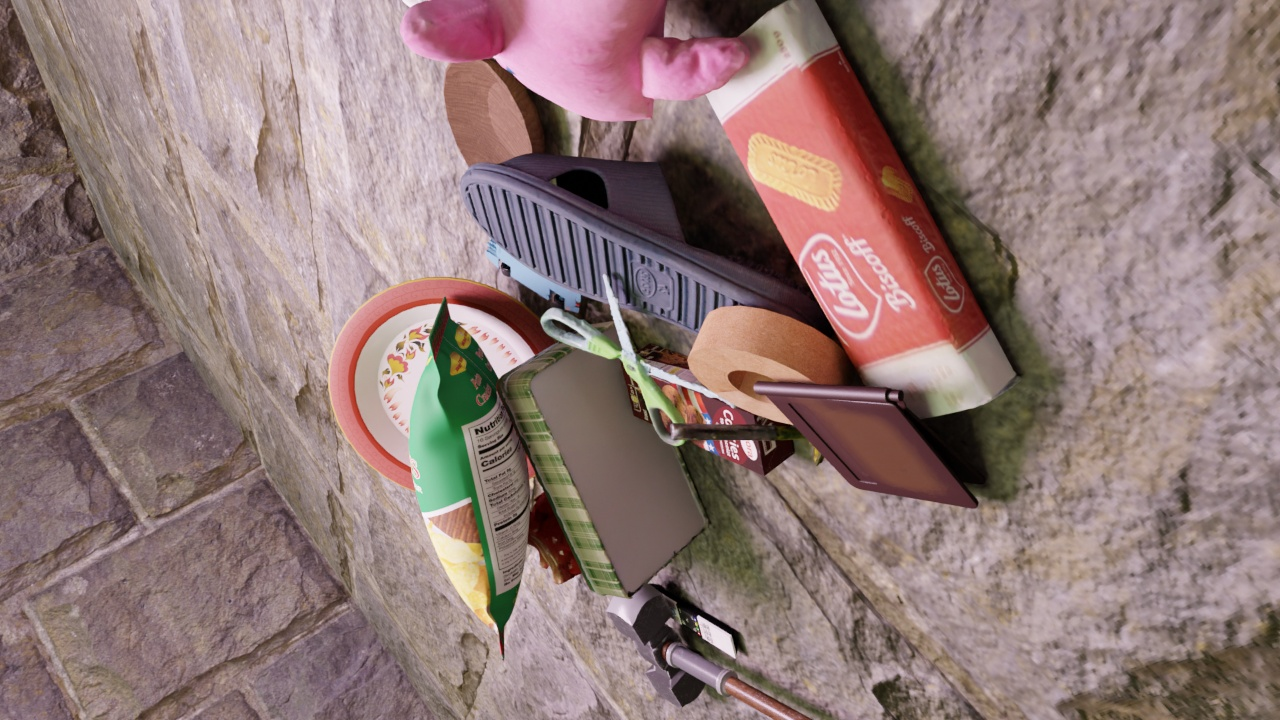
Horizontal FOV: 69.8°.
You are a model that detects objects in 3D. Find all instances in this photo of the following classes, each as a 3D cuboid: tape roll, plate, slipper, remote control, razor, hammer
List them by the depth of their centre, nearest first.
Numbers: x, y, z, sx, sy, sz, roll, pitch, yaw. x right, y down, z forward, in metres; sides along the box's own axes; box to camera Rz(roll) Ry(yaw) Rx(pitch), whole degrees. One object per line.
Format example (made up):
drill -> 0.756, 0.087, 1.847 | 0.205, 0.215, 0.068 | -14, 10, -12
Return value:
tape roll -> 0.076, 0.005, 0.539 | 0.094, 0.027, 0.094 | 22, 161, 8
slipper -> 0.007, -0.083, 0.584 | 0.264, 0.082, 0.101 | 25, 160, 16
razor -> 0.072, 0.046, 0.591 | 0.043, 0.106, 0.026 | 98, 171, -50
hammer -> 0.103, 0.298, 0.805 | 0.323, 0.043, 0.156 | 11, 136, 50
plate -> -0.178, 0.029, 0.868 | 0.021, 0.230, 0.230 | -87, -19, -67
remote control -> 0.049, 0.248, 0.886 | 0.124, 0.011, 0.028 | 17, 131, 49

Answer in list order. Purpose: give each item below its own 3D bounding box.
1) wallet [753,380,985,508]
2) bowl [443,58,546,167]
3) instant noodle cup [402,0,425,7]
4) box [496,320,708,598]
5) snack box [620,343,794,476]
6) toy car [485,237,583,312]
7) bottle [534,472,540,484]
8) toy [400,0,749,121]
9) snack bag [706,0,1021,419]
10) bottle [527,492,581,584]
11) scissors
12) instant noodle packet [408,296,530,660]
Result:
wallet -> 0.129, 0.045, 0.510 | 0.092, 0.018, 0.115 | 3, 151, 49
bowl -> -0.107, -0.182, 0.709 | 0.118, 0.030, 0.118 | 37, 144, 33
instant noodle cup -> -0.096, -0.258, 0.547 | 0.099, 0.107, 0.099 | 38, 145, 33
box -> -0.026, 0.079, 0.742 | 0.050, 0.117, 0.205 | -5, 114, 48
snack box -> 0.046, 0.033, 0.674 | 0.141, 0.031, 0.051 | 21, 134, 47
toy car -> -0.083, -0.084, 0.766 | 0.108, 0.027, 0.060 | 33, 143, 22
bottle -> -0.061, 0.075, 0.815 | 0.108, 0.063, 0.063 | -100, -7, -66
toy -> -0.008, -0.174, 0.434 | 0.128, 0.186, 0.266 | 48, 167, -12
snack bag -> 0.110, -0.071, 0.479 | 0.078, 0.041, 0.225 | -23, 96, 58
bottle -> -0.049, 0.149, 0.844 | 0.099, 0.111, 0.099 | 38, 145, 33
scissors -> -0.004, 0.003, 0.632 | 0.172, 0.021, 0.171 | 26, 149, 37
instant noodle packet -> -0.139, 0.085, 0.755 | 0.195, 0.090, 0.253 | -124, 23, -75
